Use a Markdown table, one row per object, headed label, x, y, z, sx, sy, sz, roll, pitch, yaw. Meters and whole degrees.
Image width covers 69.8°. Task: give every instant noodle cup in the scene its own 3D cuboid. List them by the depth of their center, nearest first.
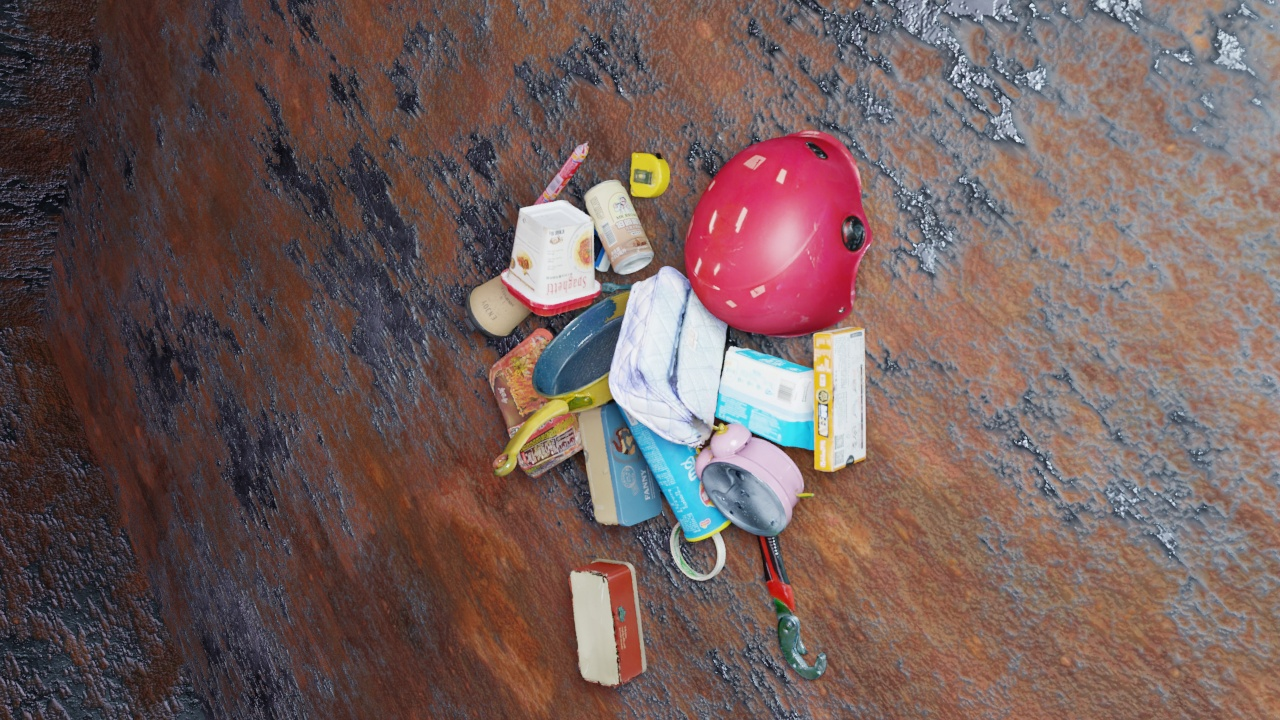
| label | x | y | z | sx | sy | sz | roll | pitch | yaw |
| --- | --- | --- | --- | --- | --- | --- | --- | --- | --- |
| instant noodle cup | -0.118 | -0.142 | 1.246 | 0.117 | 0.116 | 0.124 | 37 | 131 | 38 |
| instant noodle cup | -0.136 | 0.061 | 1.352 | 0.165 | 0.078 | 0.188 | -33 | 76 | 40 |

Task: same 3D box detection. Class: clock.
| label | x | y | z | sx | sy | sz | roll | pitch | yaw |
| --- | --- | --- | --- | --- | --- | --- | --- | --- | --- |
| clock | 0.121 | 0.134 | 1.089 | 0.158 | 0.059 | 0.117 | 39 | 147 | 9 |

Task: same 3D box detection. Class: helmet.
| label | x | y | z | sx | sy | sz | roll | pitch | yaw |
| --- | --- | --- | --- | --- | --- | --- | --- | --- | --- |
| helmet | 0.138 | -0.140 | 1.027 | 0.207 | 0.143 | 0.240 | 20 | 109 | 41 |

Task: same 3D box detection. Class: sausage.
| label | x | y | z | sx | sy | sz | roll | pitch | yaw |
| --- | --- | --- | --- | --- | --- | --- | --- | --- | --- |
| sausage | -0.116 | -0.259 | 1.320 | 0.156 | 0.020 | 0.020 | -45 | 67 | 38 |

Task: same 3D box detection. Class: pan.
| label | x | y | z | sx | sy | sz | roll | pitch | yaw |
| --- | --- | --- | --- | --- | --- | --- | --- | --- | --- |
| pan | -0.086 | 0.028 | 1.139 | 0.198 | 0.356 | 0.078 | -18 | 124 | 36 |

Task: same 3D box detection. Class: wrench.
| label | x | y | z | sx | sy | sz | roll | pitch | yaw |
| --- | --- | --- | --- | --- | --- | --- | --- | --- | --- |
| wrench | 0.172 | 0.262 | 1.145 | 0.056 | 0.016 | 0.273 | -21 | 83 | 39 |

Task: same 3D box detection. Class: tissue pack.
| label | x | y | z | sx | sy | sz | roll | pitch | yaw |
| --- | --- | --- | --- | --- | --- | --- | --- | --- | --- |
| tissue pack | 0.155 | 0.043 | 1.091 | 0.140 | 0.063 | 0.090 | 21 | 109 | 37 |

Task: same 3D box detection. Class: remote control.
| label | x | y | z | sx | sy | sz | roll | pitch | yaw |
| --- | --- | --- | --- | --- | --- | --- | --- | --- | --- |
| remote control | -0.082 | -0.179 | 1.299 | 0.125 | 0.024 | 0.049 | 43 | 123 | 31 |

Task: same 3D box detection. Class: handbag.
| label | x | y | z | sx | sy | sz | roll | pitch | yaw |
| --- | --- | --- | --- | --- | --- | --- | --- | --- | --- |
| handbag | 0.041 | -0.009 | 1.080 | 0.076 | 0.134 | 0.193 | -25 | 39 | 37 |

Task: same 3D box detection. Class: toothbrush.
| label | x | y | z | sx | sy | sz | roll | pitch | yaw |
| --- | --- | --- | --- | --- | --- | --- | --- | --- | --- |
| toothbrush | 0.009 | -0.100 | 1.233 | 0.192 | 0.018 | 0.016 | 3 | 99 | 44 |

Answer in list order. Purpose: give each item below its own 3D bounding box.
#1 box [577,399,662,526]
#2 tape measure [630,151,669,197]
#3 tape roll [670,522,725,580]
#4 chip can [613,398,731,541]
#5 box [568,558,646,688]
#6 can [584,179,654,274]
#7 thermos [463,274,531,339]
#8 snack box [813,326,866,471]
| label | x | y | z | sx | sy | sz | roll | pitch | yaw |
| --- | --- | --- | --- | --- | --- | --- | --- | --- | --- |
| box | -0.027 | 0.144 | 1.260 | 0.060 | 0.089 | 0.184 | -11 | 92 | 42 |
| tape measure | 0.009 | -0.242 | 1.202 | 0.057 | 0.028 | 0.060 | 15 | 107 | 40 |
| tape roll | 0.077 | 0.252 | 1.232 | 0.086 | 0.013 | 0.086 | 8 | 102 | 42 |
| chip can | 0.043 | 0.122 | 1.166 | 0.071 | 0.071 | 0.210 | -22 | 97 | 42 |
| box | -0.055 | 0.382 | 1.333 | 0.091 | 0.075 | 0.168 | -4 | 94 | 42 |
| can | -0.029 | -0.178 | 1.227 | 0.059 | 0.058 | 0.116 | -34 | 74 | 41 |
| thermos | -0.193 | -0.096 | 1.376 | 0.144 | 0.092 | 0.093 | -30 | 76 | 34 |
| snack box | 0.222 | 0.042 | 1.021 | 0.026 | 0.075 | 0.154 | 4 | 100 | 41 |
